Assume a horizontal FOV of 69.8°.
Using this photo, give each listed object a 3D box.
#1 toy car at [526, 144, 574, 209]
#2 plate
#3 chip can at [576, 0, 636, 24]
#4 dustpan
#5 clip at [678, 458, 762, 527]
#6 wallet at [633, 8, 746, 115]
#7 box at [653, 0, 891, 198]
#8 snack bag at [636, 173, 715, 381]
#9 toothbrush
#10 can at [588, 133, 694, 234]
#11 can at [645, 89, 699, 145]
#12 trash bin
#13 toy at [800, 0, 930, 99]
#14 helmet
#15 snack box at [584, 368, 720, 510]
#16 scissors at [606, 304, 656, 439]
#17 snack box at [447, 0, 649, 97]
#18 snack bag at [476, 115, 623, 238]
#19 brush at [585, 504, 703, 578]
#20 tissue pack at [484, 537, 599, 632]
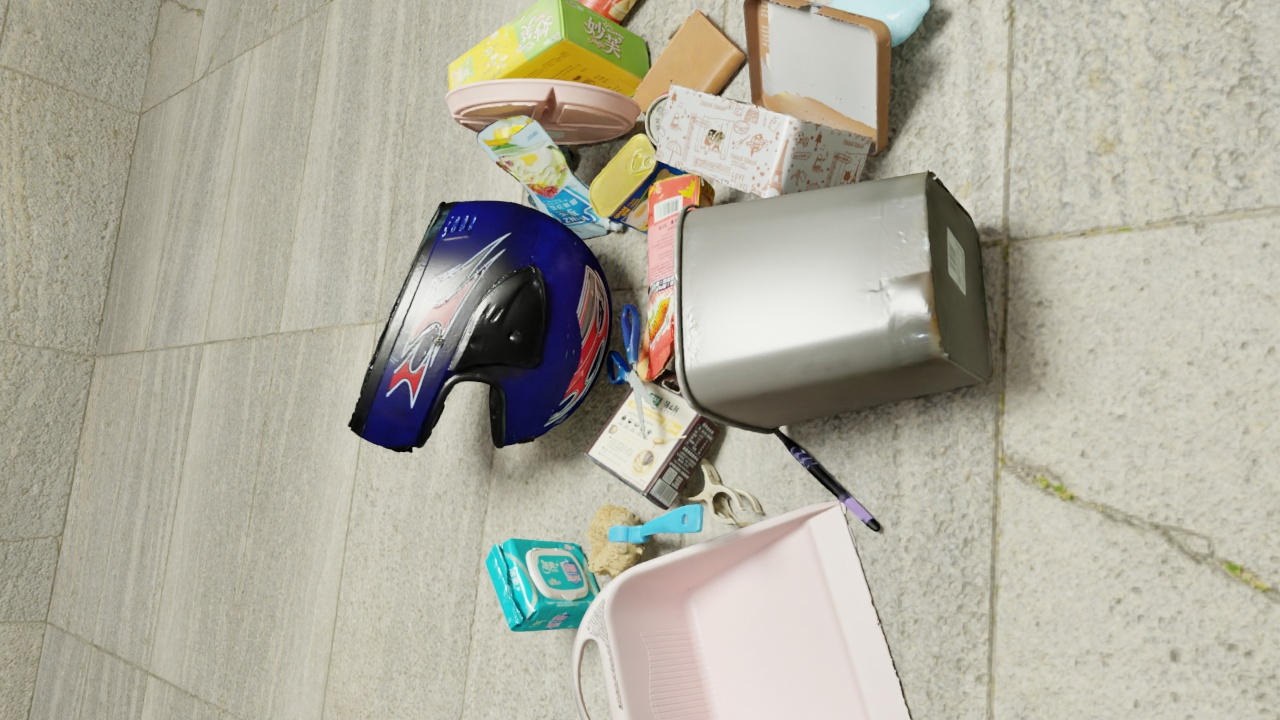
[{"bbox_3d":[-0.116,-0.240,1.206,0.043,0.034,0.090,36,102,45],"label":"toy car"},{"bbox_3d":[-0.114,-0.289,1.086,0.230,0.229,0.028,3,92,43],"label":"plate"},{"bbox_3d":[0.008,-0.517,1.133,0.217,0.073,0.073,-45,53,27],"label":"chip can"},{"bbox_3d":[0.077,0.270,0.832,0.274,0.138,0.222,-35,57,33],"label":"dustpan"},{"bbox_3d":[0.080,0.138,0.936,0.100,0.034,0.071,29,101,51],"label":"clip"},{"bbox_3d":[0.052,-0.332,1.075,0.132,0.031,0.107,-50,55,22],"label":"wallet"},{"bbox_3d":[0.141,-0.258,0.887,0.183,0.154,0.187,31,116,42],"label":"box"},{"bbox_3d":[0.034,-0.091,0.972,0.129,0.073,0.207,136,144,-62],"label":"snack bag"},{"bbox_3d":[0.161,0.098,0.877,0.014,0.016,0.189,-48,51,5],"label":"toothbrush"},{"bbox_3d":[0.005,-0.198,1.049,0.102,0.083,0.057,-43,55,27],"label":"can"},{"bbox_3d":[0.046,-0.263,1.007,0.066,0.093,0.066,5,108,15],"label":"can"},{"bbox_3d":[0.169,-0.051,0.798,0.220,0.198,0.198,-11,72,34],"label":"trash bin"},{"bbox_3d":[0.215,-0.332,0.911,0.161,0.049,0.156,39,114,49],"label":"toy"},{"bbox_3d":[-0.163,-0.019,1.049,0.247,0.240,0.315,-168,101,-82],"label":"helmet"},{"bbox_3d":[0.016,0.077,0.973,0.113,0.053,0.125,26,77,48],"label":"snack box"},{"bbox_3d":[-0.011,0.016,0.970,0.157,0.012,0.165,138,135,-62],"label":"scissors"},{"bbox_3d":[-0.116,-0.356,1.149,0.211,0.157,0.070,-18,71,39],"label":"snack box"},{"bbox_3d":[-0.103,-0.209,1.088,0.110,0.191,0.038,-6,53,37],"label":"snack bag"},{"bbox_3d":[0.001,0.175,0.931,0.255,0.046,0.083,144,135,-62],"label":"brush"},{"bbox_3d":[-0.107,0.246,1.012,0.050,0.133,0.093,-41,58,23],"label":"tissue pack"}]
